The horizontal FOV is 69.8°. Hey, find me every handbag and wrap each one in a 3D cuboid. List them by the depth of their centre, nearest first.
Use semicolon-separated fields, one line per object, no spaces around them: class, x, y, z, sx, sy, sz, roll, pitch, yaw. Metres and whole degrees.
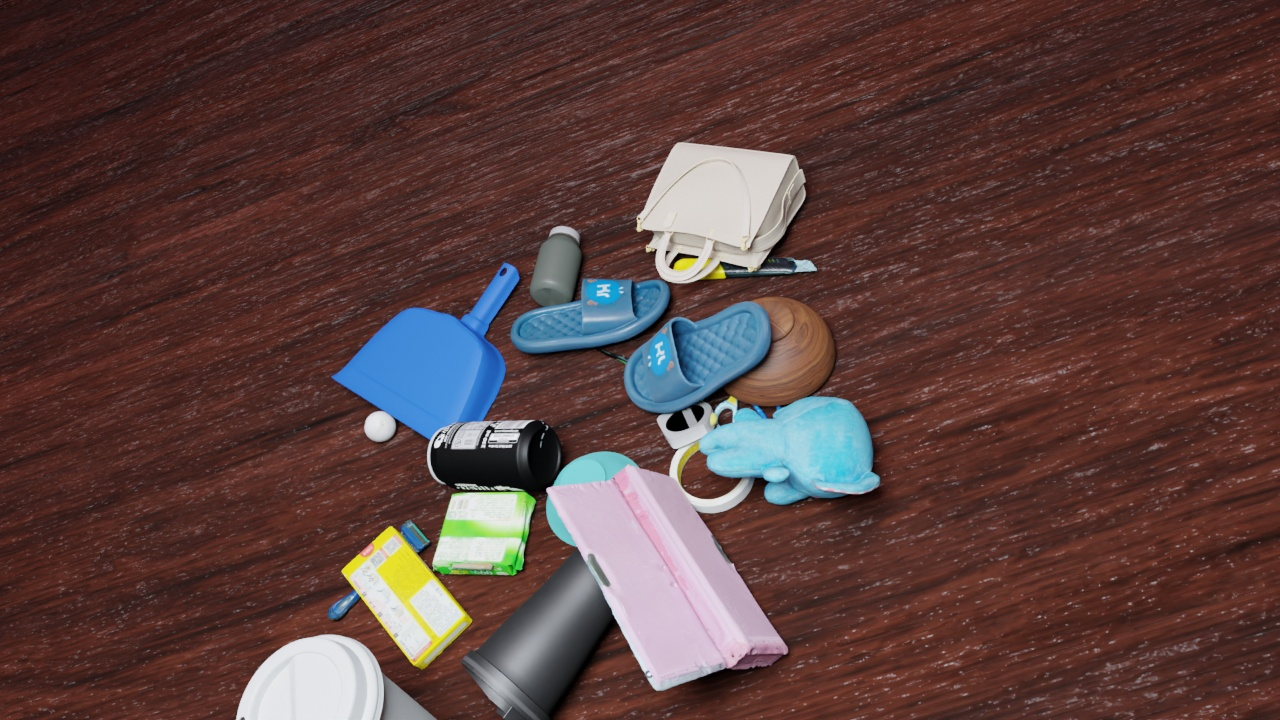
handbag;0.090;-0.177;1.176;0.195;0.101;0.197;15;64;32

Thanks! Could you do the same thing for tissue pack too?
tissue pack;-0.181;0.199;1.054;0.114;0.034;0.099;-3;53;19

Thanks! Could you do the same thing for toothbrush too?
toothbrush;-0.007;0.007;1.139;0.188;0.014;0.017;32;71;34

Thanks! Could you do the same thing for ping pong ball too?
ping pong ball;-0.337;0.086;1.188;0.040;0.040;0.040;-10;53;13

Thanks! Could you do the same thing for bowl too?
bowl;-0.058;0.146;1.037;0.121;0.046;0.121;-10;53;14
bowl;0.149;-0.026;1.059;0.147;0.069;0.147;-8;51;9

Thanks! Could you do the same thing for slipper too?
slipper;0.056;-0.003;1.043;0.214;0.059;0.103;-23;59;39
slipper;-0.066;-0.060;1.166;0.214;0.059;0.103;-14;40;6

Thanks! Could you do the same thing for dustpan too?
dustpan;-0.253;-0.030;1.228;0.246;0.059;0.257;25;78;32

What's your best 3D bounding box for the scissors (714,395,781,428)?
scissors;0.107;0.037;1.078;0.097;0.020;0.132;-28;52;-5

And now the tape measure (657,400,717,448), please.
tape measure;0.055;0.070;1.054;0.064;0.017;0.065;-27;26;1

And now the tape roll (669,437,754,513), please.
tape roll;0.080;0.123;1.020;0.094;0.019;0.093;-10;54;13

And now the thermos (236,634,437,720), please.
thermos;-0.259;0.348;0.856;0.132;0.222;0.131;-10;53;13

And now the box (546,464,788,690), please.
box;0.029;0.198;0.889;0.051;0.180;0.232;-53;53;25

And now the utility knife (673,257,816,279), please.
utility knife;0.132;-0.118;1.171;0.187;0.020;0.028;0;57;22

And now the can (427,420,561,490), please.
can;-0.171;0.111;1.072;0.146;0.080;0.080;-3;55;30

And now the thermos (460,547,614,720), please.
thermos;-0.077;0.263;0.933;0.106;0.106;0.218;27;64;33

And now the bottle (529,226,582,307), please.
bottle;-0.112;-0.127;1.243;0.060;0.060;0.108;-3;56;19

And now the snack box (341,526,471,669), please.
snack box;-0.264;0.264;1.030;0.075;0.025;0.152;-43;62;-12

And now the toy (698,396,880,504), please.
toy;0.154;0.102;0.955;0.180;0.115;0.183;-9;29;-8

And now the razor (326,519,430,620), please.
razor;-0.310;0.250;1.076;0.140;0.018;0.044;-44;62;-11
